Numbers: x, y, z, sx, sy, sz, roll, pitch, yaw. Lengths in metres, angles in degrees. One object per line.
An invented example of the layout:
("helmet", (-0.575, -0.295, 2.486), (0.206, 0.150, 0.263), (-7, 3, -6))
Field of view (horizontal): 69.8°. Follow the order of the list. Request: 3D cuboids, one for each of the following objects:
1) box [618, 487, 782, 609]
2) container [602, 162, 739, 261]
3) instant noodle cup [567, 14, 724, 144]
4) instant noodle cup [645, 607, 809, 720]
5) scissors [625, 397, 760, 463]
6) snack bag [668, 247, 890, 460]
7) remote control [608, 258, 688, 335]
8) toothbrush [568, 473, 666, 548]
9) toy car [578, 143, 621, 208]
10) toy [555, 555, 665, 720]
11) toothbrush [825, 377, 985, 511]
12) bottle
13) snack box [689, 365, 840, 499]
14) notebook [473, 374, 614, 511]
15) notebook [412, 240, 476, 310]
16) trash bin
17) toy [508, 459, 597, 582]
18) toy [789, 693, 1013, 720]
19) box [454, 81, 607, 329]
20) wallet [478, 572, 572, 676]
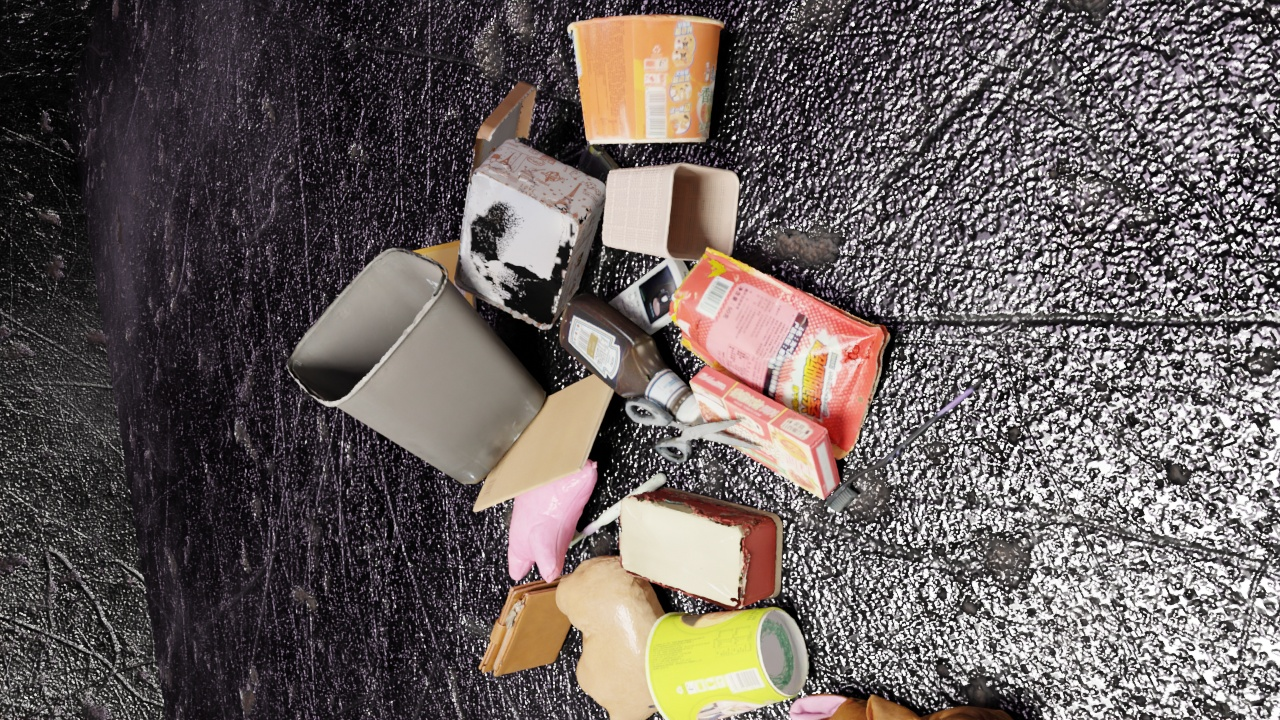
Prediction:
("box", (0.050, 0.181, 0.906), (0.169, 0.077, 0.091), (6, 97, 46))
("container", (0.025, -0.148, 0.914), (0.111, 0.090, 0.090), (15, 102, 49))
("instant noodle cup", (0.006, -0.269, 0.894), (0.151, 0.151, 0.111), (13, 109, 46))
("instant noodle cup", (0.086, 0.282, 0.860), (0.124, 0.111, 0.111), (-25, 73, 36))
("scissors", (0.046, 0.069, 0.900), (0.165, 0.014, 0.163), (34, 154, 19))
("snack bag", (0.122, -0.014, 0.836), (0.208, 0.073, 0.129), (33, 122, 32))
("remote control", (0.000, -0.055, 0.991), (0.150, 0.021, 0.058), (-34, 67, 43))
("toothbrush", (-0.032, 0.170, 1.037), (0.020, 0.029, 0.190), (41, 131, -12))
("toy car", (-0.038, -0.202, 1.015), (0.090, 0.035, 0.042), (53, 126, 29))
("toy", (-0.017, 0.322, 0.989), (0.144, 0.082, 0.226), (-26, 77, 45))
("toothbrush", (0.219, 0.074, 0.768), (0.190, 0.014, 0.016), (-49, 65, 36))
("bottle", (-0.006, 0.006, 0.964), (0.195, 0.043, 0.080), (38, 135, 27))
("snack box", (0.112, 0.064, 0.843), (0.153, 0.025, 0.075), (29, 152, 43))
("notebook", (-0.109, 0.090, 1.054), (0.212, 0.012, 0.149), (-26, 34, 44))
("notebook", (-0.295, -0.091, 1.313), (0.207, 0.010, 0.146), (-3, 89, 47))
("trash bin", (-0.251, 0.014, 1.082), (0.198, 0.220, 0.199), (-52, 38, -11))
("toy", (-0.102, 0.166, 1.050), (0.179, 0.074, 0.194), (-43, 35, 41))
("toy", (0.205, 0.329, 0.725), (0.200, 0.130, 0.140), (-19, 84, 55))
("box", (-0.115, -0.173, 1.043), (0.158, 0.204, 0.181), (22, 135, 2))
("wallet", (-0.125, 0.311, 1.077), (0.031, 0.107, 0.132), (43, 122, 40))
